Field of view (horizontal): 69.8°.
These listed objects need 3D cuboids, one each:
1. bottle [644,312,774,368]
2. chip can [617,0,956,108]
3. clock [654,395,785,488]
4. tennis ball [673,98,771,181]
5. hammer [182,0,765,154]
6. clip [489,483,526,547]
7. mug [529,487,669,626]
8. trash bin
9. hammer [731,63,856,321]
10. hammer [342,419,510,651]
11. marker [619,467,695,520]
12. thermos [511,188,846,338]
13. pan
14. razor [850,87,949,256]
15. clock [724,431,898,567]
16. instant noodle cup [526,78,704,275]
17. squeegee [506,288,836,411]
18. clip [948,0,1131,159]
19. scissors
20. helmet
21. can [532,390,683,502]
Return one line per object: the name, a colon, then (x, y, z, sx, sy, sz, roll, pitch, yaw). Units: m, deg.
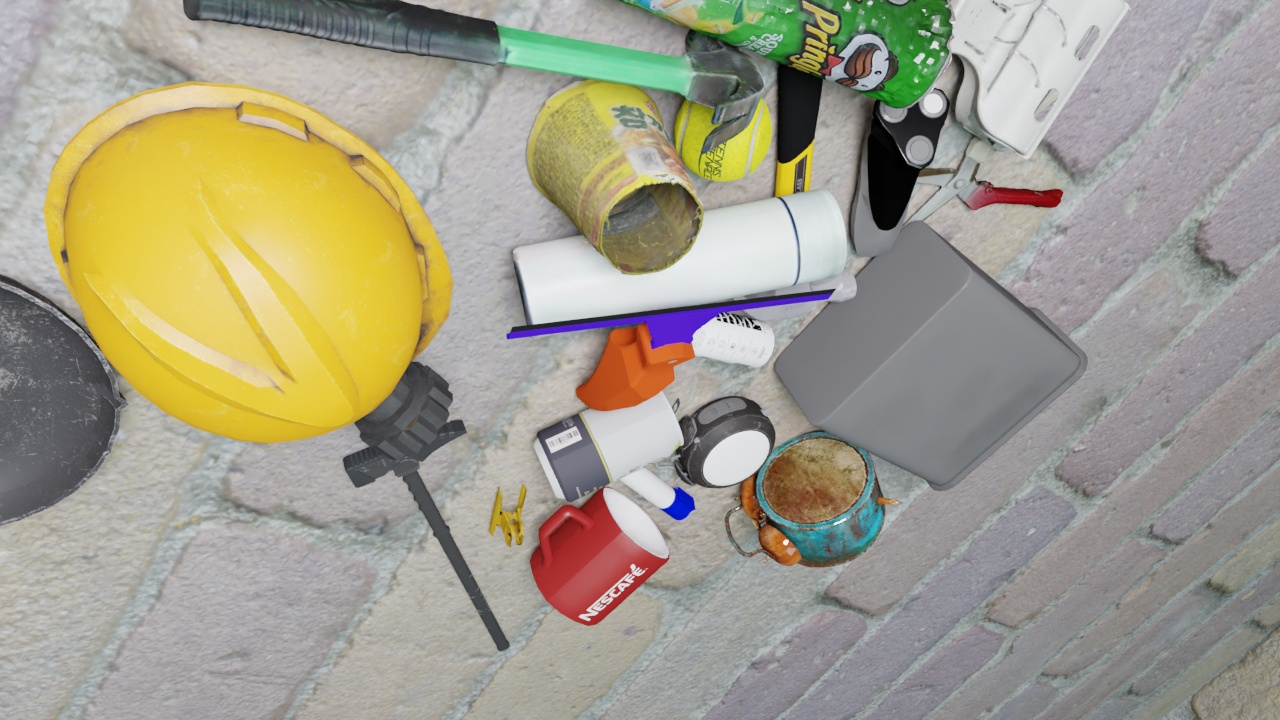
bottle: (0.055, -0.022, 0.747, 0.116, 0.041, 0.041, 11, 121, -34)
chip can: (0.081, -0.219, 0.548, 0.223, 0.075, 0.076, 11, 121, -24)
clock: (0.075, 0.080, 0.842, 0.122, 0.043, 0.091, -17, 133, -15)
tennis ball: (0.055, -0.153, 0.617, 0.065, 0.065, 0.065, -15, 133, -17)
hammer: (-0.079, -0.177, 0.513, 0.318, 0.130, 0.032, 4, 132, -19)
clip: (-0.115, 0.138, 0.795, 0.046, 0.048, 0.054, 23, 124, 6)
mug: (-0.048, 0.172, 0.832, 0.097, 0.080, 0.116, -44, 127, 12)
trash bin: (0.266, 0.004, 0.837, 0.219, 0.097, 0.192, 25, 116, -39)
hammer: (0.114, -0.162, 0.671, 0.127, 0.029, 0.324, -16, 132, -15)
hammer: (-0.158, 0.174, 0.821, 0.095, 0.015, 0.325, -22, 135, -10)
marker: (0.006, 0.112, 0.846, 0.027, 0.023, 0.133, -26, 138, 21)
thermos: (0.028, -0.069, 0.650, 0.230, 0.067, 0.068, -13, 132, -7)
pan: (-0.399, -0.041, 0.493, 0.207, 0.040, 0.358, -1, 126, -27)
razor: (0.194, -0.139, 0.715, 0.057, 0.060, 0.156, -9, 151, -7)
clock: (0.159, 0.144, 0.891, 0.157, 0.121, 0.073, -25, 131, 2)
instant noodle cup: (-0.012, -0.113, 0.585, 0.102, 0.108, 0.102, -15, 135, -15)
squeegee: (-0.004, 0.004, 0.677, 0.249, 0.055, 0.185, -8, 168, -29)
clip: (0.282, -0.222, 0.668, 0.150, 0.110, 0.127, 13, 113, -45)
scissors: (0.303, -0.172, 0.769, 0.198, 0.015, 0.180, 4, 126, -29)
helmet: (-0.215, -0.024, 0.539, 0.205, 0.131, 0.255, -37, 134, 6)
can: (-0.021, 0.065, 0.764, 0.127, 0.064, 0.064, -24, 135, -8)
